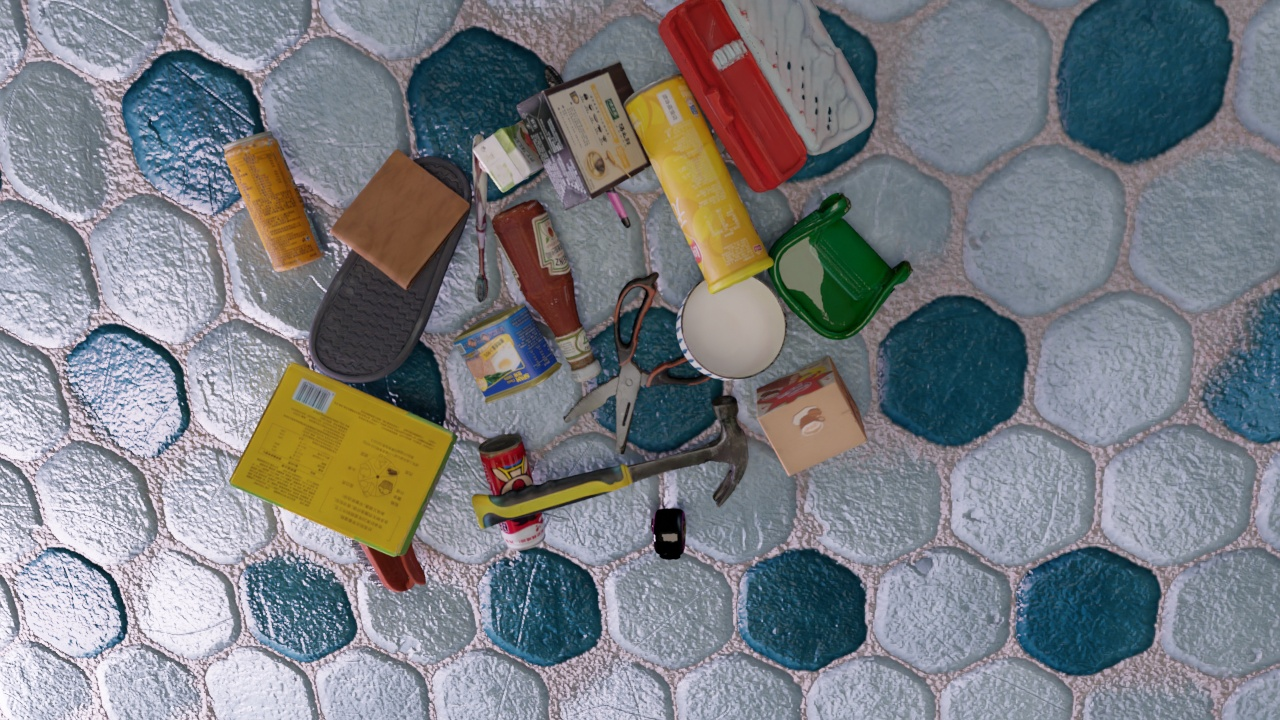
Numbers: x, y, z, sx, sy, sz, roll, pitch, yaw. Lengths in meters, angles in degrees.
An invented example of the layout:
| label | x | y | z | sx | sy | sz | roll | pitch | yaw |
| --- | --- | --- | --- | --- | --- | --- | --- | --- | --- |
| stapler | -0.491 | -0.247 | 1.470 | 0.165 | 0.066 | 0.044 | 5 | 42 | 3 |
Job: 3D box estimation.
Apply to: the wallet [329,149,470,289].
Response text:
| label | x | y | z | sx | sy | sz | roll | pitch | yaw |
| --- | --- | --- | --- | --- | --- | --- | --- | --- | --- |
| wallet | -0.253 | -0.149 | 0.972 | 0.101 | 0.020 | 0.115 | 38 | 85 | -3 |

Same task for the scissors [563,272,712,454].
| label | x | y | z | sx | sy | sz | roll | pitch | yaw |
| --- | --- | --- | --- | --- | --- | --- | --- | --- | --- |
| scissors | -0.002 | 0.006 | 1.050 | 0.226 | 0.015 | 0.189 | -22 | 105 | 13 |

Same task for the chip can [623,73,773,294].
| label | x | y | z | sx | sy | sz | roll | pitch | yaw |
| --- | --- | --- | --- | --- | --- | --- | --- | --- | --- |
| chip can | 0.058 | -0.176 | 0.924 | 0.072 | 0.072 | 0.213 | -25 | 90 | 14 |

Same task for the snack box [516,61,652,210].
| label | x | y | z | sx | sy | sz | roll | pitch | yaw |
| --- | --- | --- | --- | --- | --- | --- | --- | --- | --- |
| snack box | -0.050 | -0.230 | 0.934 | 0.053 | 0.125 | 0.113 | -13 | 108 | 39 |

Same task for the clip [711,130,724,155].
| label | x | y | z | sx | sy | sz | roll | pitch | yaw |
| --- | --- | --- | --- | --- | --- | --- | --- | --- | --- |
| clip | 0.084 | -0.232 | 0.957 | 0.027 | 0.043 | 0.058 | 24 | 114 | -3 |

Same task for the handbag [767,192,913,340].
| label | x | y | z | sx | sy | sz | roll | pitch | yaw |
| --- | --- | --- | --- | --- | --- | --- | --- | --- | --- |
| handbag | 0.204 | -0.096 | 0.962 | 0.131 | 0.067 | 0.120 | 43 | 107 | -9 |

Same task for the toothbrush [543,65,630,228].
| label | x | y | z | sx | sy | sz | roll | pitch | yaw |
| --- | --- | --- | --- | --- | --- | --- | --- | --- | --- |
| toothbrush | -0.056 | -0.225 | 0.977 | 0.014 | 0.017 | 0.189 | -21 | 107 | 23 |

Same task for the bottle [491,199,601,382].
| label | x | y | z | sx | sy | sz | roll | pitch | yaw |
| --- | --- | --- | --- | --- | --- | --- | --- | --- | --- |
| bottle | -0.097 | -0.073 | 1.011 | 0.060 | 0.059 | 0.206 | -20 | 105 | 13 |

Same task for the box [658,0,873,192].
| label | x | y | z | sx | sy | sz | roll | pitch | yaw |
| --- | --- | --- | --- | --- | --- | --- | --- | --- | --- |
| box | 0.123 | -0.284 | 0.911 | 0.154 | 0.074 | 0.201 | -33 | 102 | 3 |

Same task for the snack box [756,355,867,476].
| label | x | y | z | sx | sy | sz | roll | pitch | yaw |
| --- | --- | --- | --- | --- | --- | --- | --- | --- | --- |
| snack box | 0.185 | 0.059 | 1.003 | 0.093 | 0.094 | 0.077 | -26 | 103 | 15 |

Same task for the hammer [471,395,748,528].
| label | x | y | z | sx | sy | sz | roll | pitch | yaw |
| --- | --- | --- | --- | --- | --- | --- | --- | --- | --- |
| hammer | -0.032 | 0.140 | 1.062 | 0.323 | 0.032 | 0.126 | -15 | 108 | -1 |

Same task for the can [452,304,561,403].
| label | x | y | z | sx | sy | sz | roll | pitch | yaw |
| --- | --- | --- | --- | --- | --- | --- | --- | --- | --- |
| can | -0.151 | -0.008 | 1.031 | 0.102 | 0.057 | 0.083 | -19 | 105 | 37 |

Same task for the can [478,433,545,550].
| label | x | y | z | sx | sy | sz | roll | pitch | yaw |
| --- | --- | --- | --- | --- | --- | --- | --- | --- | --- |
| can | -0.153 | 0.158 | 1.102 | 0.053 | 0.053 | 0.133 | -9 | 107 | 10 |

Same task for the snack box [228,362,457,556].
| label | x | y | z | sx | sy | sz | roll | pitch | yaw |
| --- | --- | --- | --- | --- | --- | --- | --- | --- | --- |
| snack box | -0.340 | 0.116 | 1.068 | 0.210 | 0.070 | 0.157 | 24 | 80 | -2 |

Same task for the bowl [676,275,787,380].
| label | x | y | z | sx | sy | sz | roll | pitch | yaw |
| --- | --- | --- | --- | --- | --- | --- | --- | --- | --- |
| bowl | 0.092 | -0.033 | 0.988 | 0.116 | 0.066 | 0.116 | 2 | 82 | -12 |

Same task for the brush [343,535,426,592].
| label | x | y | z | sx | sy | sz | roll | pitch | yaw |
| --- | --- | --- | --- | --- | --- | --- | --- | --- | --- |
| brush | -0.318 | 0.225 | 1.140 | 0.069 | 0.063 | 0.146 | -14 | 108 | 25 |

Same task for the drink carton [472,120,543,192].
| label | x | y | z | sx | sy | sz | roll | pitch | yaw |
| --- | --- | --- | --- | --- | --- | --- | --- | --- | --- |
| drink carton | -0.127 | -0.210 | 0.935 | 0.046 | 0.122 | 0.053 | -31 | 103 | 17 |

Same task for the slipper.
| label | x | y | z | sx | sy | sz | roll | pitch | yaw |
| --- | --- | --- | --- | --- | --- | --- | --- | --- | --- |
| slipper | -0.267 | -0.096 | 1.022 | 0.110 | 0.083 | 0.268 | 28 | 91 | -5 |

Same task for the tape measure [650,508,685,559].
| label | x | y | z | sx | sy | sz | roll | pitch | yaw |
| --- | --- | --- | --- | --- | --- | --- | --- | --- | --- |
| tape measure | 0.033 | 0.204 | 1.093 | 0.039 | 0.057 | 0.058 | 0 | 117 | 8 |

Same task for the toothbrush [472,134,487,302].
| label | x | y | z | sx | sy | sz | roll | pitch | yaw |
| --- | --- | --- | --- | --- | --- | --- | --- | --- | --- |
| toothbrush | -0.178 | -0.155 | 1.015 | 0.016 | 0.017 | 0.188 | 4 | 110 | 5 |

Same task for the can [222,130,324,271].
| label | x | y | z | sx | sy | sz | roll | pitch | yaw |
| --- | --- | --- | --- | --- | --- | --- | --- | --- | --- |
| can | -0.405 | -0.174 | 1.015 | 0.058 | 0.058 | 0.146 | -15 | 106 | 12 |
